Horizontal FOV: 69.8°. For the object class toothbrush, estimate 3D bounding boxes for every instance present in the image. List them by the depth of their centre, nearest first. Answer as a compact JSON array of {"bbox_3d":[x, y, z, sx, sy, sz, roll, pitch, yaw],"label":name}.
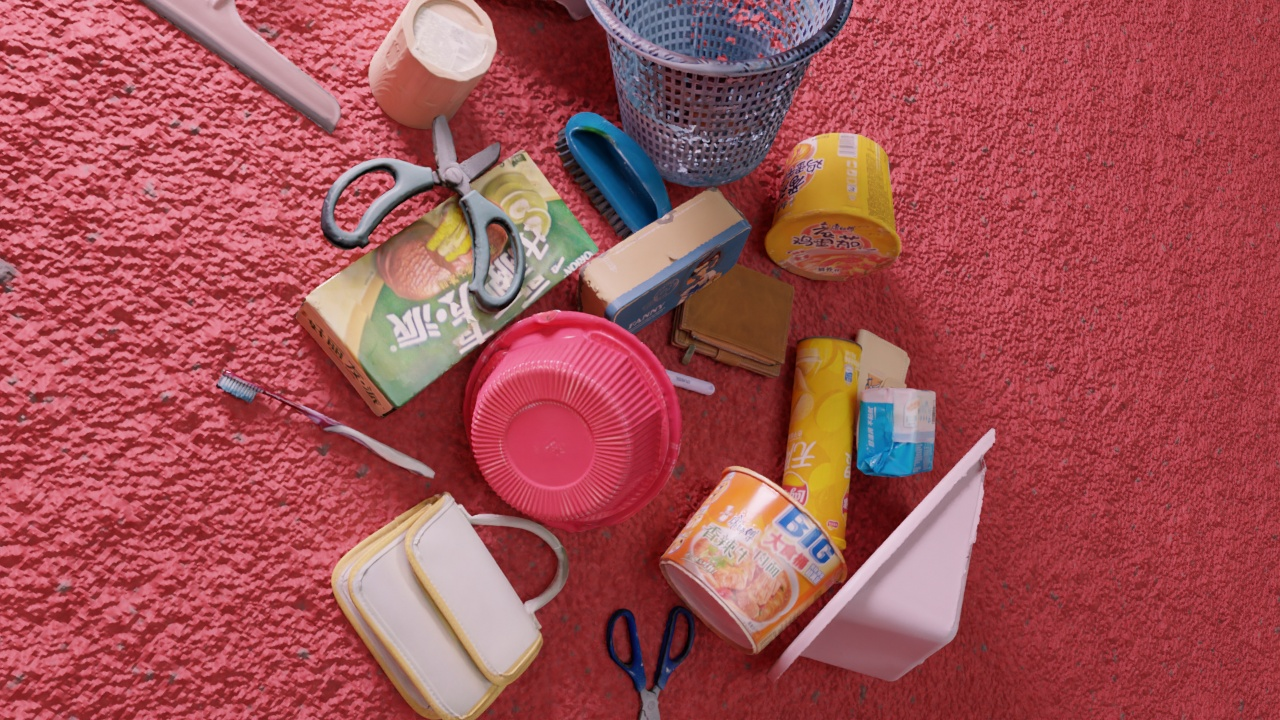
[{"bbox_3d":[-0.250,0.056,0.741,0.187,0.016,0.017,31,77,-22],"label":"toothbrush"},{"bbox_3d":[-0.005,0.005,0.883,0.189,0.021,0.029,17,78,-29],"label":"toothbrush"}]

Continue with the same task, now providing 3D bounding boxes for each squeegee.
[{"bbox_3d":[-0.300,-0.363,0.763,0.247,0.040,0.249,34,67,-21],"label":"squeegee"}]

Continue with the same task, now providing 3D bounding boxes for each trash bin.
[{"bbox_3d":[0.060,-0.274,0.838,0.226,0.195,0.226,1,61,-2],"label":"trash bin"}]

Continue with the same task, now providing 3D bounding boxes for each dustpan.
[{"bbox_3d":[0.223,0.196,0.890,0.139,0.223,0.272,18,55,6],"label":"dustpan"}]

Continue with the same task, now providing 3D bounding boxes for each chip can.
[{"bbox_3d":[0.186,0.086,0.951,0.072,0.072,0.213,16,74,-27],"label":"chip can"}]

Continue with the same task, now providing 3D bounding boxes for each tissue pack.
[{"bbox_3d":[0.266,0.074,0.958,0.139,0.063,0.090,6,87,-62],"label":"tissue pack"}]

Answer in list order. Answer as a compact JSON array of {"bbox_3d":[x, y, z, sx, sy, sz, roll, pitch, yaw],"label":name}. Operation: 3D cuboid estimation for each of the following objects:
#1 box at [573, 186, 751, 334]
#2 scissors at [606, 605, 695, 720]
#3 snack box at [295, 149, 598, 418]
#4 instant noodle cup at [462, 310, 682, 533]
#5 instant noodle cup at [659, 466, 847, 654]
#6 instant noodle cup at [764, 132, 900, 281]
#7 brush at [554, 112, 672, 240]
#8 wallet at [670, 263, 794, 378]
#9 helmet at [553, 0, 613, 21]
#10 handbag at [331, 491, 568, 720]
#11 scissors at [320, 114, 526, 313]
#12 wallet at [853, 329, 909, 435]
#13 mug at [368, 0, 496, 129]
[{"bbox_3d":[0.015,-0.083,0.853,0.184,0.090,0.059,-37,74,-19],"label":"box"},{"bbox_3d":[0.004,0.304,0.850,0.157,0.012,0.165,44,66,-19],"label":"scissors"},{"bbox_3d":[-0.159,-0.068,0.782,0.239,0.063,0.114,-41,100,-28],"label":"snack box"},{"bbox_3d":[-0.065,0.060,0.749,0.194,0.194,0.065,62,17,-8],"label":"instant noodle cup"},{"bbox_3d":[0.097,0.189,0.848,0.111,0.152,0.151,-42,104,-19],"label":"instant noodle cup"},{"bbox_3d":[0.204,-0.164,0.968,0.138,0.138,0.109,20,64,-25],"label":"instant noodle cup"},{"bbox_3d":[-0.017,-0.175,0.873,0.144,0.074,0.055,51,57,-13],"label":"brush"},{"bbox_3d":[0.096,-0.043,0.939,0.130,0.035,0.119,18,74,-25],"label":"wallet"},{"bbox_3d":[-0.090,-0.451,0.825,0.273,0.157,0.229,17,74,-26],"label":"helmet"},{"bbox_3d":[-0.140,0.188,0.761,0.178,0.063,0.163,-38,103,-32],"label":"handbag"},{"bbox_3d":[-0.173,-0.114,0.736,0.179,0.019,0.170,-13,88,-28],"label":"scissors"},{"bbox_3d":[0.266,0.033,1.031,0.087,0.024,0.115,24,71,-26],"label":"wallet"},{"bbox_3d":[-0.170,-0.272,0.784,0.084,0.104,0.124,26,71,-24],"label":"mug"}]
